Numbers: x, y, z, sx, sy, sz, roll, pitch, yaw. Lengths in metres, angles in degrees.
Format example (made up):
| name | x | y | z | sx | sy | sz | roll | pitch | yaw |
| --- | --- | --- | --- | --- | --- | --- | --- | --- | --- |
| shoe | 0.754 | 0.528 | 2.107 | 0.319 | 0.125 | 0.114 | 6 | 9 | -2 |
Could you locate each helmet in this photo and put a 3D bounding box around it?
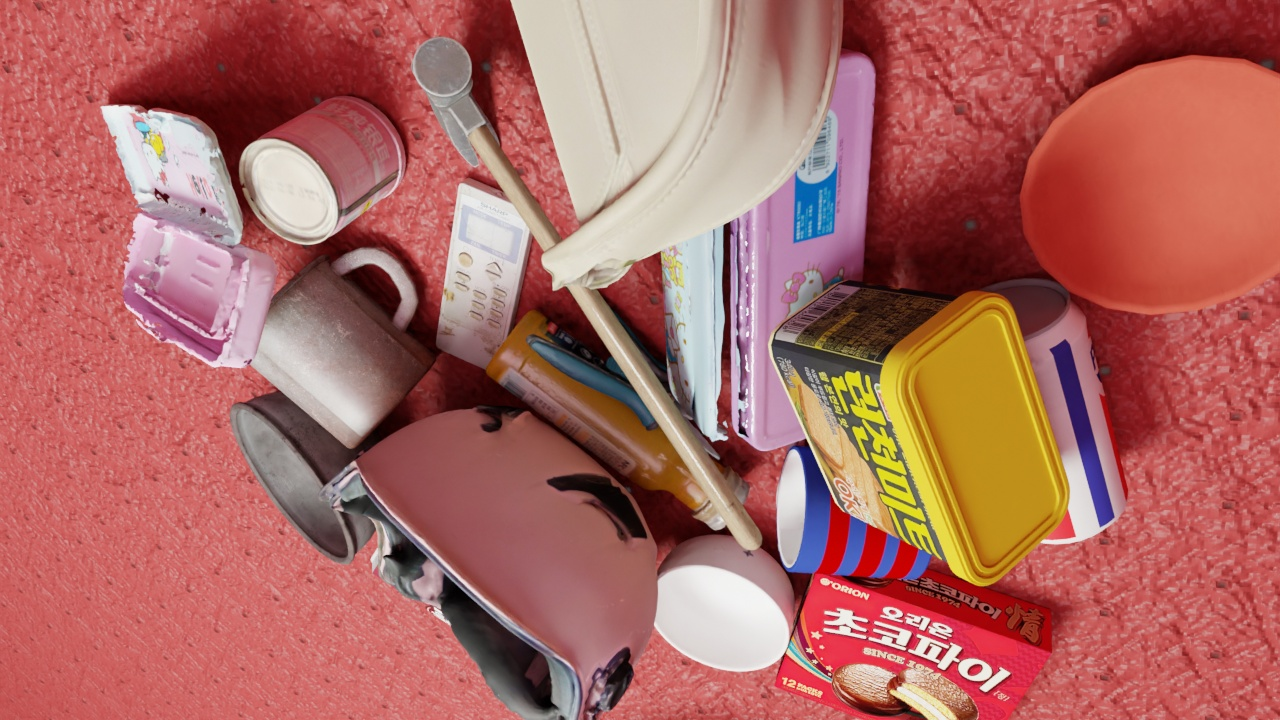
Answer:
| name | x | y | z | sx | sy | sz | roll | pitch | yaw |
| --- | --- | --- | --- | --- | --- | --- | --- | --- | --- |
| helmet | -0.079 | 0.125 | 0.603 | 0.230 | 0.152 | 0.256 | 37 | 158 | 26 |

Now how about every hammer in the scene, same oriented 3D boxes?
| name | x | y | z | sx | sy | sz | roll | pitch | yaw |
| --- | --- | --- | --- | --- | --- | --- | --- | --- | --- |
| hammer | -0.019 | -0.026 | 0.514 | 0.030 | 0.119 | 0.331 | -36 | 104 | -3 |

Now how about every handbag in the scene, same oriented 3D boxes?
| name | x | y | z | sx | sy | sz | roll | pitch | yaw |
| --- | --- | --- | --- | --- | --- | --- | --- | --- | --- |
| handbag | 0.012 | -0.165 | 0.394 | 0.185 | 0.131 | 0.229 | -25 | 76 | 44 |

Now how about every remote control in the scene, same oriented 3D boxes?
| name | x | y | z | sx | sy | sz | roll | pitch | yaw |
| --- | --- | --- | --- | --- | --- | --- | --- | --- | --- |
| remote control | -0.103 | -0.051 | 0.601 | 0.050 | 0.011 | 0.136 | 24 | 129 | 6 |

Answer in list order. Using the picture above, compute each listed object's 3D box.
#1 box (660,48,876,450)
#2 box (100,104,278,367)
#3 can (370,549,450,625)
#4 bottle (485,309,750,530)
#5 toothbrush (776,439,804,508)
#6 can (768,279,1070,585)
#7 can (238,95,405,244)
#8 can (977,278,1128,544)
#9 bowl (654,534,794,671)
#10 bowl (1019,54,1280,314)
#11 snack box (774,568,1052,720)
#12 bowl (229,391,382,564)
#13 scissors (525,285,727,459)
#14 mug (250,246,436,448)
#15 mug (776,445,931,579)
| name | x | y | z | sx | sy | sz | roll | pitch | yaw |
| --- | --- | --- | --- | --- | --- | --- | --- | --- | --- |
| box | 0.059 | -0.062 | 0.503 | 0.092 | 0.089 | 0.214 | 42 | 143 | 53 |
| box | -0.294 | -0.085 | 0.592 | 0.202 | 0.058 | 0.156 | 20 | 110 | 44 |
| can | -0.159 | 0.175 | 0.752 | 0.114 | 0.063 | 0.063 | 35 | 129 | -4 |
| bottle | -0.012 | 0.042 | 0.601 | 0.186 | 0.053 | 0.053 | 37 | 129 | -5 |
| toothbrush | 0.097 | 0.048 | 0.582 | 0.016 | 0.021 | 0.135 | 16 | 127 | 26 |
| can | 0.133 | 0.029 | 0.451 | 0.101 | 0.072 | 0.131 | 21 | 142 | 61 |
| can | -0.188 | -0.115 | 0.550 | 0.067 | 0.076 | 0.067 | 12 | 127 | 16 |
| can | 0.209 | 0.029 | 0.488 | 0.070 | 0.070 | 0.132 | -12 | 118 | 29 |
| bowl | 0.061 | 0.169 | 0.661 | 0.105 | 0.054 | 0.105 | 10 | 125 | 15 |
| bowl | 0.239 | -0.082 | 0.418 | 0.122 | 0.035 | 0.122 | 11 | 127 | 15 |
| snack box | 0.185 | 0.204 | 0.645 | 0.152 | 0.035 | 0.133 | 17 | 128 | 11 |
| bowl | -0.240 | 0.077 | 0.700 | 0.145 | 0.067 | 0.145 | 30 | 140 | 29 |
| scissors | -0.010 | 0.006 | 0.574 | 0.150 | 0.120 | 0.019 | 5 | 155 | -32 |
| mug | -0.196 | -0.016 | 0.626 | 0.123 | 0.096 | 0.110 | -43 | 107 | 12 |
| mug | 0.126 | 0.101 | 0.566 | 0.076 | 0.074 | 0.112 | 4 | 148 | -3 |
